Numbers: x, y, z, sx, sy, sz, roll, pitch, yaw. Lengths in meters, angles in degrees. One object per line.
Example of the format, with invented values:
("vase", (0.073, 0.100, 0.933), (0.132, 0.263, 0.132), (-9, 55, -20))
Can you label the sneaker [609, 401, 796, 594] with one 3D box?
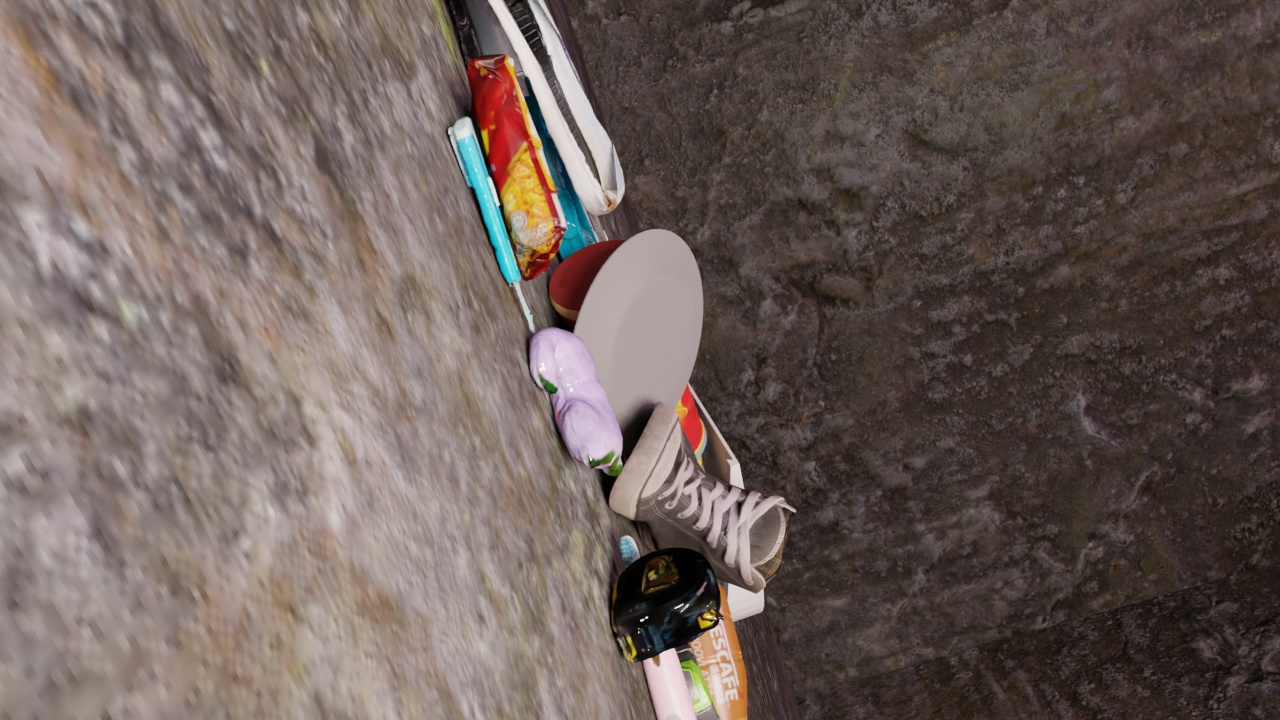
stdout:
("sneaker", (0.053, 0.114, 0.729), (0.095, 0.120, 0.235), (-61, 157, -25))

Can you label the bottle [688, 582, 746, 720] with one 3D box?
("bottle", (0.057, 0.261, 0.720), (0.059, 0.059, 0.167), (61, 13, -66))

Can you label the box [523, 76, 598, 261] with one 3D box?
("box", (-0.072, -0.161, 0.901), (0.181, 0.039, 0.227), (-104, 174, -49))

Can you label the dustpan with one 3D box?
("dustpan", (0.075, 0.176, 1.030), (0.191, 0.053, 0.258), (-119, -167, -60))

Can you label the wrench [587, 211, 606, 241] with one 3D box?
("wrench", (-0.058, -0.173, 0.840), (0.070, 0.010, 0.273), (-103, 173, -67))

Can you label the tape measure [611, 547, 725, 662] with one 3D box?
("tape measure", (0.016, 0.153, 0.590), (0.072, 0.071, 0.042), (-111, 178, -72))

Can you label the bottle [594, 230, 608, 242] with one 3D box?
("bottle", (-0.023, -0.060, 1.049), (0.045, 0.045, 0.184), (-47, 120, -84))

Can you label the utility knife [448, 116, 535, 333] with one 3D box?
("utility knife", (-0.089, -0.079, 0.569), (0.022, 0.015, 0.141), (-89, 163, -65))

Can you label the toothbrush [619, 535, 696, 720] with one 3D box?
("toothbrush", (0.019, 0.227, 0.620), (0.026, 0.027, 0.222), (62, 11, -75))

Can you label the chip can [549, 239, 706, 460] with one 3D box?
("chip can", (-0.005, 0.005, 0.791), (0.087, 0.087, 0.213), (-102, 174, -47))

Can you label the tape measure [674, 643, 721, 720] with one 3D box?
("tape measure", (0.033, 0.245, 0.661), (0.059, 0.036, 0.065), (161, -92, -86))

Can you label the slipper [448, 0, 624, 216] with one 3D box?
("slipper", (-0.094, -0.231, 0.721), (0.264, 0.063, 0.111), (60, 21, -19))

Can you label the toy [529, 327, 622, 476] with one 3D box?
("toy", (-0.043, 0.026, 0.590), (0.099, 0.036, 0.080), (70, 14, 17))

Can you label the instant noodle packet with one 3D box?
("instant noodle packet", (-0.081, -0.125, 0.604), (0.098, 0.039, 0.135), (157, -84, -84))

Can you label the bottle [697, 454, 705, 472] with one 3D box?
("bottle", (0.039, 0.130, 0.975), (0.109, 0.063, 0.063), (75, 2, -48))

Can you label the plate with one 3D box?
("plate", (0.005, -0.011, 0.705), (0.177, 0.012, 0.179), (-30, 128, -48))
